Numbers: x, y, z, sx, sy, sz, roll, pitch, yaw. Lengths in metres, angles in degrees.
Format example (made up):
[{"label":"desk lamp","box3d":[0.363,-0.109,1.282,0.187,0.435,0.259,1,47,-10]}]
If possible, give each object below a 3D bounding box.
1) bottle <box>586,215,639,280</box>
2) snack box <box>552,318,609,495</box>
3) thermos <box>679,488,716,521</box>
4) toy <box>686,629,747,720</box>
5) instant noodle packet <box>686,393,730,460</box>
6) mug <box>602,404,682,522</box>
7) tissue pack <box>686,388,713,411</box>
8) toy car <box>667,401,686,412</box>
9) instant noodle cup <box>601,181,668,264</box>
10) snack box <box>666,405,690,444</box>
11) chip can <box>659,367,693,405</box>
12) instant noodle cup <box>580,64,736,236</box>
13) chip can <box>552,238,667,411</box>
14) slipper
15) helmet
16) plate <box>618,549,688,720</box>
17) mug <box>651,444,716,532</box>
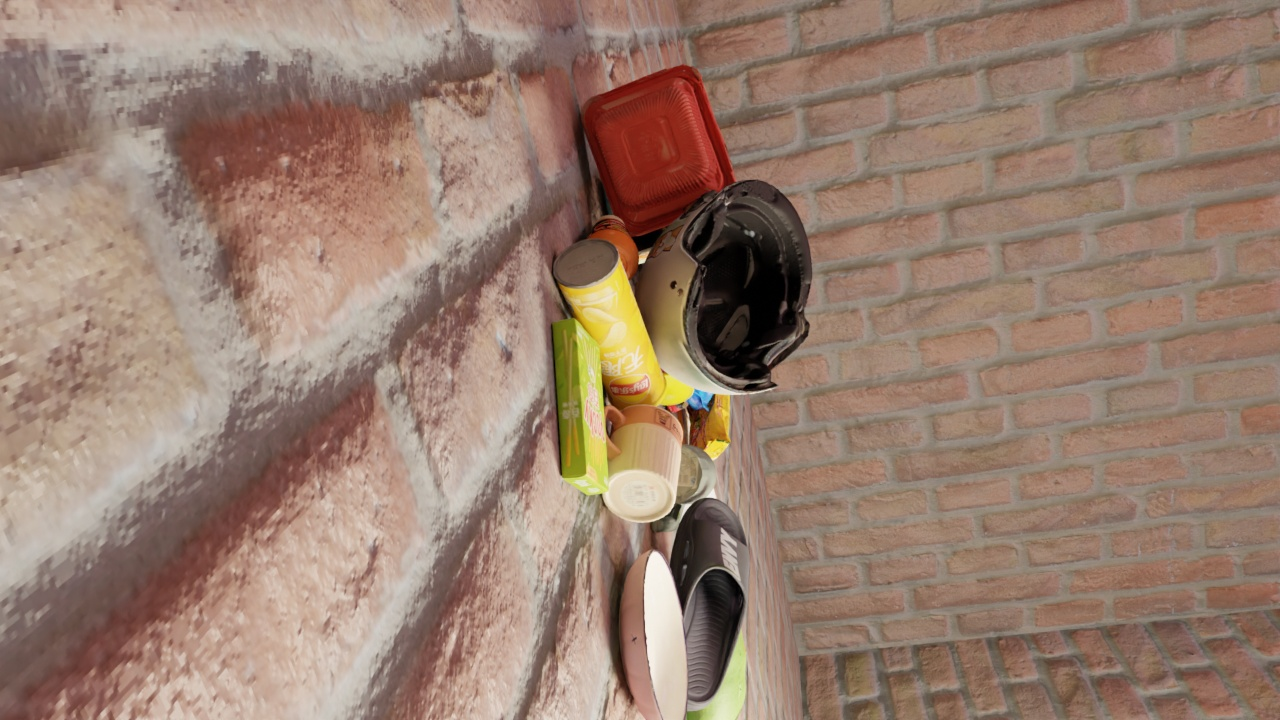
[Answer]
[{"label":"bottle","box3d":[-0.036,-0.137,1.083,0.149,0.067,0.067,-94,171,-64]},{"label":"snack box","box3d":[-0.057,0.046,0.889,0.086,0.026,0.156,53,30,-67]},{"label":"thermos","box3d":[0.094,0.256,1.414,0.073,0.073,0.224,-87,164,-49]},{"label":"toy","box3d":[0.091,0.381,1.210,0.226,0.090,0.246,7,77,-54]},{"label":"instant noodle packet","box3d":[0.105,0.103,1.435,0.111,0.044,0.128,120,-23,-50]},{"label":"mug","box3d":[-0.007,0.102,0.992,0.114,0.082,0.105,46,27,-23]},{"label":"tissue pack","box3d":[0.069,0.001,1.414,0.095,0.052,0.157,53,10,-45]},{"label":"toy car","box3d":[0.047,0.048,1.418,0.049,0.031,0.106,61,9,-10]},{"label":"instant noodle cup","box3d":[0.001,-0.199,1.230,0.111,0.111,0.120,-15,87,-79]},{"label":"snack box","box3d":[0.073,0.127,1.519,0.154,0.026,0.075,54,29,-67]},{"label":"chip can","box3d":[0.037,-0.039,1.348,0.071,0.071,0.210,68,16,-50]},{"label":"instant noodle cup","box3d":[0.018,-0.263,1.134,0.079,0.165,0.189,-24,94,-78]},{"label":"chip can","box3d":[-0.028,-0.030,0.986,0.213,0.072,0.072,70,15,-47]},{"label":"slipper","box3d":[0.094,0.292,1.130,0.110,0.084,0.267,29,55,-21]},{"label":"helmet","box3d":[0.086,-0.081,1.113,0.230,0.157,0.273,50,49,-30]},{"label":"plate","box3d":[0.011,0.302,0.988,0.192,0.039,0.192,-9,89,-78]},{"label":"mug","box3d":[0.048,0.172,1.235,0.103,0.084,0.124,32,74,-75]}]
